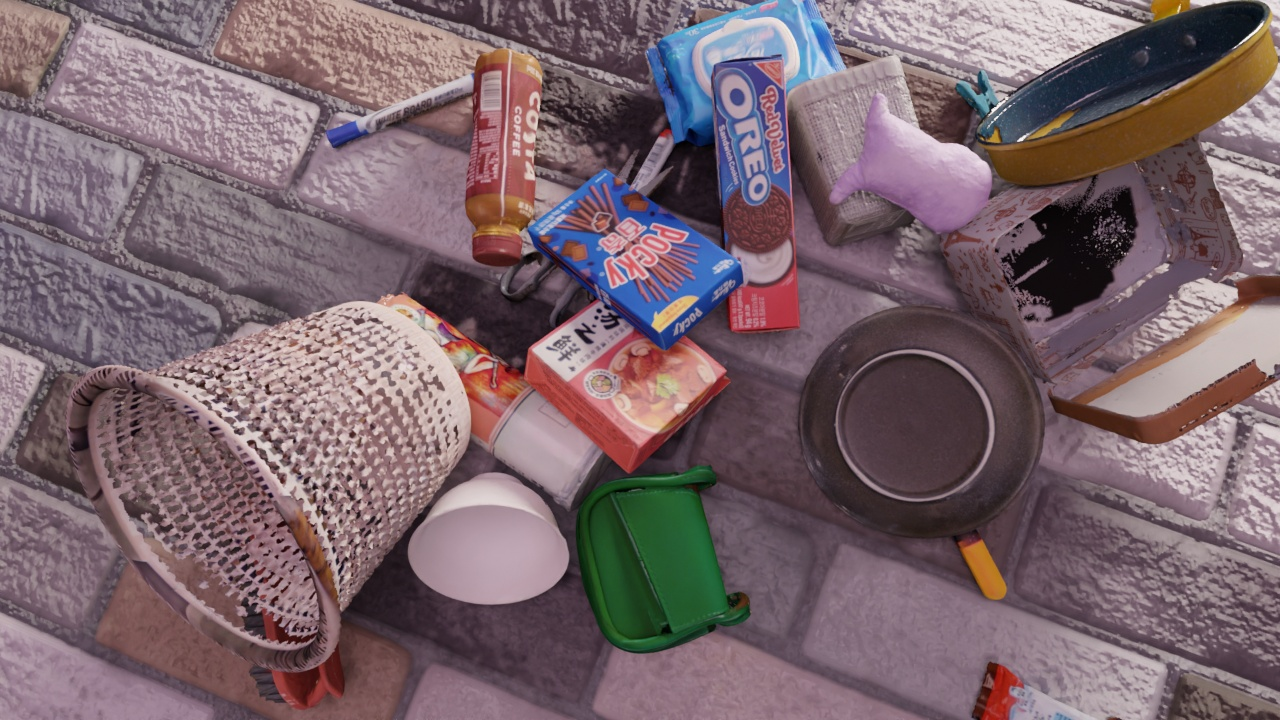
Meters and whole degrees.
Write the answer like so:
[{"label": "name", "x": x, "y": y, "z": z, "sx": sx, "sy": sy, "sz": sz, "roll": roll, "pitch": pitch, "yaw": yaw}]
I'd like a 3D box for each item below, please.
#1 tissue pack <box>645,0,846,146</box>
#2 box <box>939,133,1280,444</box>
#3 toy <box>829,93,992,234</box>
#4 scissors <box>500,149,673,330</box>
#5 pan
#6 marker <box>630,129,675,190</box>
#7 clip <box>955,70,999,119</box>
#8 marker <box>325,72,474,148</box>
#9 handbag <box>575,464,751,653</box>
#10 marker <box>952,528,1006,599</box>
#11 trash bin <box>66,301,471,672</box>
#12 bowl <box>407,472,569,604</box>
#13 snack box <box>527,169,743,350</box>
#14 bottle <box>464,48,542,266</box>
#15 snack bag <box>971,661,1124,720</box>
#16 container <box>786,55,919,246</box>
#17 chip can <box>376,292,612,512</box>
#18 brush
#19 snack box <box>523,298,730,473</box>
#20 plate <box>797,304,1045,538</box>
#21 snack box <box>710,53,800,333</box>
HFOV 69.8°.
[{"label": "tissue pack", "x": 0.090, "y": -0.244, "z": 0.766, "sx": 0.157, "sy": 0.052, "sz": 0.095, "roll": -18, "pitch": 79, "yaw": 1}, {"label": "box", "x": 0.346, "y": -0.058, "z": 0.629, "sx": 0.183, "sy": 0.193, "sz": 0.157, "roll": -33, "pitch": 104, "yaw": -2}, {"label": "toy", "x": 0.199, "y": -0.132, "z": 0.662, "sx": 0.108, "sy": 0.039, "sz": 0.084, "roll": 25, "pitch": 104, "yaw": 0}, {"label": "scissors", "x": -0.045, "y": -0.097, "z": 0.755, "sx": 0.171, "sy": 0.014, "sz": 0.159, "roll": -12, "pitch": 66, "yaw": 17}, {"label": "pan", "x": 0.390, "y": -0.254, "z": 0.702, "sx": 0.356, "sy": 0.198, "sz": 0.078, "roll": -42, "pitch": 111, "yaw": -30}, {"label": "marker", "x": -0.008, "y": -0.131, "z": 0.771, "sx": 0.017, "sy": 0.017, "sz": 0.145, "roll": 28, "pitch": 83, "yaw": 9}, {"label": "clip", "x": 0.287, "y": -0.214, "z": 0.765, "sx": 0.049, "sy": 0.015, "sz": 0.057, "roll": -28, "pitch": 77, "yaw": -4}, {"label": "marker", "x": -0.205, "y": -0.220, "z": 0.803, "sx": 0.146, "sy": 0.017, "sz": 0.017, "roll": -22, "pitch": 79, "yaw": 0}, {"label": "handbag", "x": 0.014, "y": 0.151, "z": 0.696, "sx": 0.120, "sy": 0.068, "sz": 0.131, "roll": -12, "pitch": 78, "yaw": -6}, {"label": "marker", "x": 0.245, "y": 0.125, "z": 0.706, "sx": 0.018, "sy": 0.015, "sz": 0.123, "roll": -24, "pitch": 76, "yaw": -2}, {"label": "trash bin", "x": -0.231, "y": 0.063, "z": 0.632, "sx": 0.227, "sy": 0.228, "sz": 0.191, "roll": 34, "pitch": 41, "yaw": 10}, {"label": "bowl", "x": -0.113, "y": 0.125, "z": 0.700, "sx": 0.118, "sy": 0.118, "sz": 0.064, "roll": -9, "pitch": 41, "yaw": 3}, {"label": "snack box", "x": -0.006, "y": -0.081, "z": 0.703, "sx": 0.084, "sy": 0.026, "sz": 0.157, "roll": -41, "pitch": 59, "yaw": -16}, {"label": "bottle", "x": -0.115, "y": -0.167, "z": 0.765, "sx": 0.057, "sy": 0.057, "sz": 0.174, "roll": 2, "pitch": 80, "yaw": 5}, {"label": "snack bag", "x": 0.299, "y": 0.262, "z": 0.669, "sx": 0.104, "sy": 0.026, "sz": 0.048, "roll": 21, "pitch": 88, "yaw": 7}, {"label": "container", "x": 0.174, "y": -0.161, "z": 0.728, "sx": 0.090, "sy": 0.090, "sz": 0.114, "roll": -17, "pitch": 82, "yaw": 1}, {"label": "chip can", "x": -0.123, "y": 0.030, "z": 0.723, "sx": 0.215, "sy": 0.071, "sz": 0.071, "roll": 32, "pitch": 83, "yaw": 10}, {"label": "brush", "x": -0.265, "y": 0.193, "z": 0.707, "sx": 0.069, "sy": 0.063, "sz": 0.145, "roll": -15, "pitch": 80, "yaw": 15}, {"label": "snack box", "x": -0.004, "y": 0.004, "z": 0.698, "sx": 0.113, "sy": 0.044, "sz": 0.126, "roll": 40, "pitch": 56, "yaw": 16}, {"label": "plate", "x": 0.205, "y": 0.048, "z": 0.686, "sx": 0.180, "sy": 0.024, "sz": 0.179, "roll": 1, "pitch": 93, "yaw": 23}, {"label": "snack box", "x": 0.089, "y": -0.127, "z": 0.716, "sx": 0.057, "sy": 0.058, "sz": 0.207, "roll": -4, "pitch": 96, "yaw": 4}]
